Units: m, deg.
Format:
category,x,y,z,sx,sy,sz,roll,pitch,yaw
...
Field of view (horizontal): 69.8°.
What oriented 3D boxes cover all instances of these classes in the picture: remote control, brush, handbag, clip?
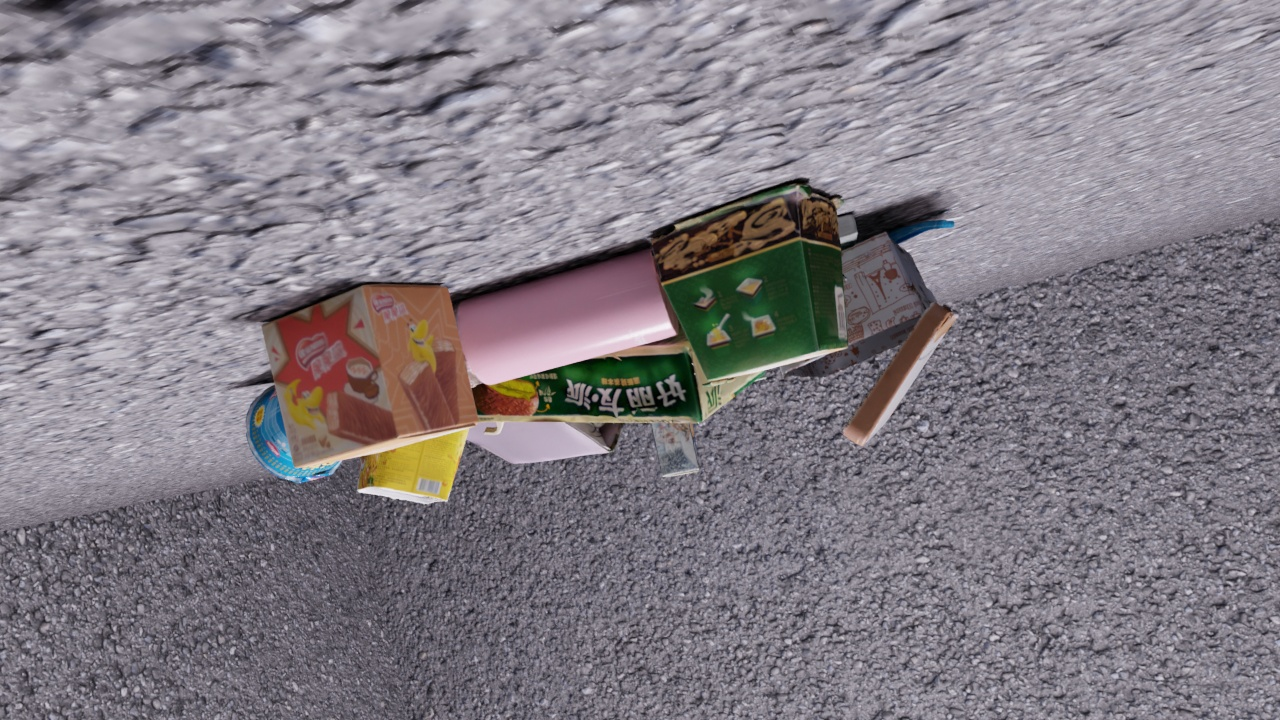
category,x,y,z,sx,sy,sz,roll,pitch,yaw
remote control,0.153,-0.097,0.775,0.056,0.019,0.135,-14,176,11
brush,0.189,-0.092,0.909,0.083,0.046,0.255,-4,167,-46
handbag,-0.131,0.056,1.092,0.198,0.145,0.098,-16,-141,46
clip,-0.143,0.055,0.972,0.076,0.034,0.104,35,148,-31

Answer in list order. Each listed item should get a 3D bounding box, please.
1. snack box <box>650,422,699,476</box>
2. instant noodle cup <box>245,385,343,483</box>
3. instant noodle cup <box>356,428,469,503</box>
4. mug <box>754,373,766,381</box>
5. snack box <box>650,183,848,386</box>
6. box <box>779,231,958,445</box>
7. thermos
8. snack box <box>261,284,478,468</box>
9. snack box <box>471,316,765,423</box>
category,x,y,z,sx,sy,sz,roll,pitch,yaw
snack box,0.030,0.036,1.061,0.046,0.182,0.178,-12,177,3
instant noodle cup,-0.284,0.048,0.818,0.099,0.099,0.110,-11,167,-44
instant noodle cup,-0.227,0.075,0.919,0.116,0.123,0.116,16,163,-27
mug,0.066,-0.022,0.911,0.082,0.106,0.112,-14,176,-22
snack box,0.084,-0.046,0.616,0.118,0.105,0.118,-16,177,27
box,0.213,-0.010,0.817,0.149,0.158,0.181,-24,170,22
thermos,-0.078,-0.027,0.650,0.199,0.067,0.087,-13,162,8
snack box,-0.170,0.009,0.581,0.093,0.094,0.077,-16,176,29
snack box,-0.029,0.003,0.751,0.241,0.063,0.114,-3,-163,34
